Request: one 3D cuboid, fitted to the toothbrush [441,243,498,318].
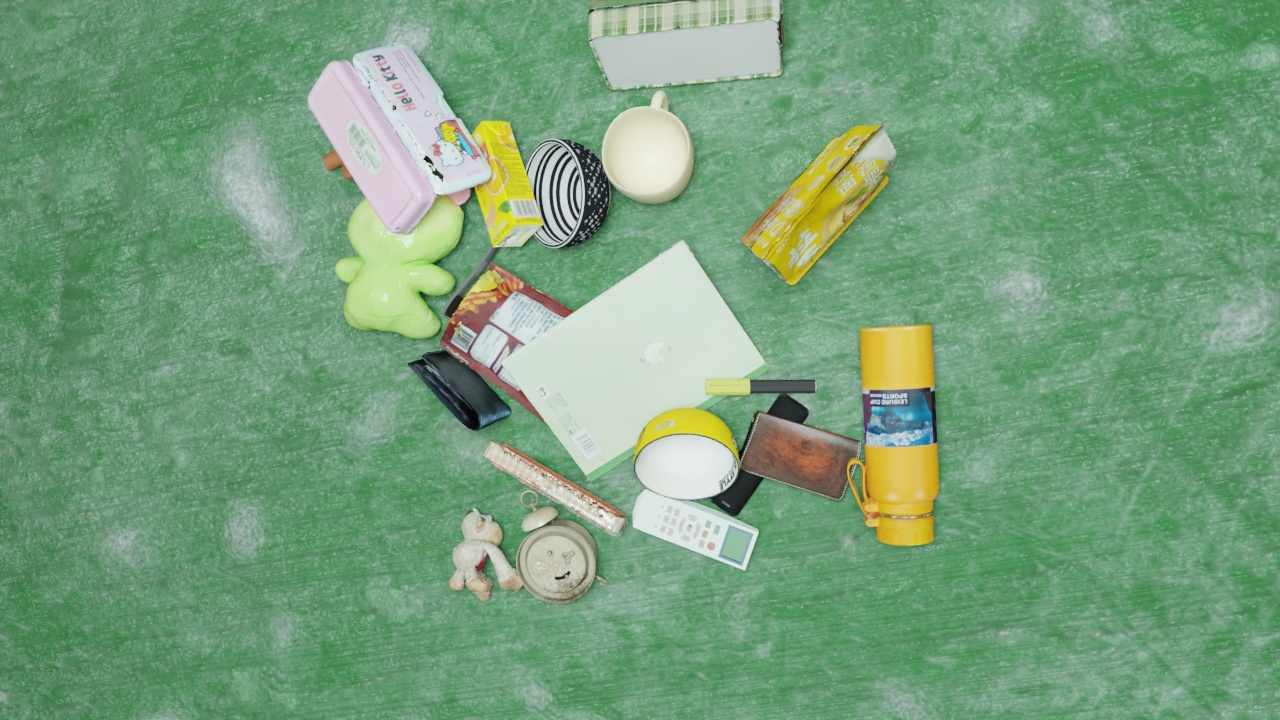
[{"bbox_3d":[-0.183,-0.120,1.085,0.013,0.013,0.167,32,87,25],"label":"toothbrush"}]

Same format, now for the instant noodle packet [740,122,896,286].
[{"bbox_3d":[0.180,-0.158,0.925,0.084,0.221,0.163,44,100,3],"label":"instant noodle packet"}]

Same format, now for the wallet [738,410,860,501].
[{"bbox_3d":[0.177,0.106,1.024,0.123,0.019,0.072,18,96,-3],"label":"wallet"}]

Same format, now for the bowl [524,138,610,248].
[{"bbox_3d":[-0.074,-0.189,1.041,0.120,0.066,0.120,12,106,49],"label":"bowl"}]

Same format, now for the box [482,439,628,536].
[{"bbox_3d":[-0.099,0.147,1.065,0.187,0.082,0.041,30,86,10],"label":"box"}]

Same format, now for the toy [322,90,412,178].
[{"bbox_3d":[-0.326,-0.267,1.094,0.128,0.065,0.095,-23,71,11],"label":"toy"}]

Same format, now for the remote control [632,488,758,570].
[{"bbox_3d":[0.062,0.190,1.058,0.143,0.024,0.050,20,104,10],"label":"remote control"}]

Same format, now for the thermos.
[{"bbox_3d":[0.274,0.079,0.994,0.092,0.076,0.232,-2,92,37],"label":"thermos"}]

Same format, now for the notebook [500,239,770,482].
[{"bbox_3d":[-0.006,0.006,1.047,0.253,0.010,0.182,-33,102,10],"label":"notebook"}]

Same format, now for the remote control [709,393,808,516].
[{"bbox_3d":[0.134,0.108,1.045,0.041,0.020,0.152,34,96,7],"label":"remote control"}]

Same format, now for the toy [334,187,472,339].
[{"bbox_3d":[-0.286,-0.124,1.076,0.150,0.107,0.197,9,102,12],"label":"toy"}]

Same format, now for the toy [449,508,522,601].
[{"bbox_3d":[-0.192,0.230,1.095,0.085,0.074,0.106,-34,59,51],"label":"toy"}]

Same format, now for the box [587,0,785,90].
[{"bbox_3d":[0.052,-0.349,0.993,0.206,0.117,0.051,-3,75,12],"label":"box"}]

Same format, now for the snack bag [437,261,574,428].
[{"bbox_3d":[-0.121,-0.009,1.068,0.208,0.066,0.139,34,98,2],"label":"snack bag"}]

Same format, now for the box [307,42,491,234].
[{"bbox_3d":[-0.272,-0.252,1.011,0.146,0.077,0.201,-35,81,2],"label":"box"}]

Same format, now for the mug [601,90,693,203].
[{"bbox_3d":[0.014,-0.233,1.014,0.096,0.099,0.120,12,92,8],"label":"mug"}]

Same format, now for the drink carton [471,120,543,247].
[{"bbox_3d":[-0.161,-0.203,1.054,0.059,0.042,0.134,-33,72,48],"label":"drink carton"}]

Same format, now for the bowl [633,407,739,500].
[{"bbox_3d":[0.051,0.096,1.026,0.117,0.067,0.117,2,134,2],"label":"bowl"}]

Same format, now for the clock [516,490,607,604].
[{"bbox_3d":[-0.103,0.215,1.076,0.093,0.054,0.141,-25,95,11],"label":"clock"}]

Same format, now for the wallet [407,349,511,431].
[{"bbox_3d":[-0.207,0.031,1.071,0.115,0.089,0.026,45,104,5],"label":"wallet"}]

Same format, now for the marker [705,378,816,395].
[{"bbox_3d":[0.135,0.029,1.033,0.124,0.021,0.017,0,63,2],"label":"marker"}]
